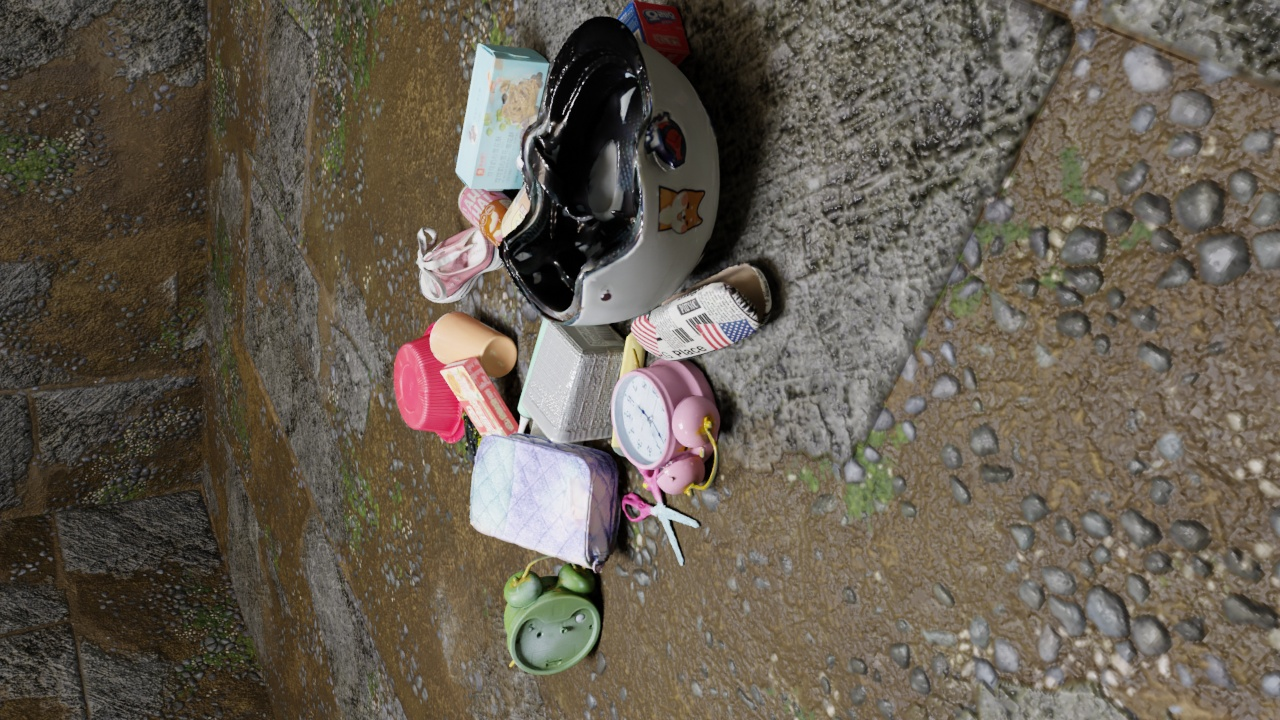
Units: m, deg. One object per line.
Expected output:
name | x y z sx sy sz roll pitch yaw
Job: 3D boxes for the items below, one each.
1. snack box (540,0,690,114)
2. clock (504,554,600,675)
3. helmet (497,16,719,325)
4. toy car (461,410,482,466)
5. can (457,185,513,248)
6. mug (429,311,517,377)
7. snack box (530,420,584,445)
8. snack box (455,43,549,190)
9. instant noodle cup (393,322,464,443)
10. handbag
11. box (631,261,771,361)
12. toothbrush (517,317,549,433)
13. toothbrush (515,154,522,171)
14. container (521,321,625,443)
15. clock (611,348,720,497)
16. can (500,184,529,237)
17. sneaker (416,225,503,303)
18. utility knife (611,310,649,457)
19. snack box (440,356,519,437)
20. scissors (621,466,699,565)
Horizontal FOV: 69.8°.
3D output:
snack box | -0.033 -0.285 0.954 0.208 0.058 0.057 -32 70 52
clock | -0.111 0.307 1.123 0.056 0.116 0.161 -138 48 -56
helmet | -0.010 -0.160 0.861 0.230 0.156 0.274 17 96 56
toy car | -0.236 0.113 1.337 0.048 0.032 0.105 47 143 40
can | -0.175 -0.175 1.168 0.147 0.057 0.058 43 129 38
mug | -0.226 -0.019 1.267 0.123 0.078 0.078 19 111 46
snack box | -0.107 0.103 1.154 0.084 0.026 0.157 46 131 41
snack box | -0.173 -0.298 1.135 0.051 0.074 0.175 48 132 39
instant noodle cup | -0.331 0.038 1.430 0.194 0.065 0.194 12 106 52
handbag | -0.113 0.162 1.092 0.194 0.075 0.134 10 95 37
box | 0.050 -0.034 0.859 0.164 0.083 0.075 -19 91 52
toothbrush | -0.137 0.038 1.167 0.027 0.026 0.225 28 115 21
toothbrush | -0.090 -0.289 1.062 0.026 0.026 0.222 40 140 -8
container | -0.068 0.019 1.032 0.090 0.090 0.114 44 127 41
clock | 0.031 0.067 0.924 0.158 0.059 0.117 44 130 40
can | -0.114 -0.175 1.047 0.117 0.058 0.058 -44 61 50
sneaker | -0.274 -0.137 1.295 0.242 0.087 0.118 -16 83 54
utility knife | -0.006 0.006 0.993 0.022 0.030 0.221 38 124 48
snack box | -0.207 0.068 1.237 0.075 0.025 0.153 -10 114 54
scissors | 0.016 0.163 1.002 0.131 0.017 0.133 -39 68 48
